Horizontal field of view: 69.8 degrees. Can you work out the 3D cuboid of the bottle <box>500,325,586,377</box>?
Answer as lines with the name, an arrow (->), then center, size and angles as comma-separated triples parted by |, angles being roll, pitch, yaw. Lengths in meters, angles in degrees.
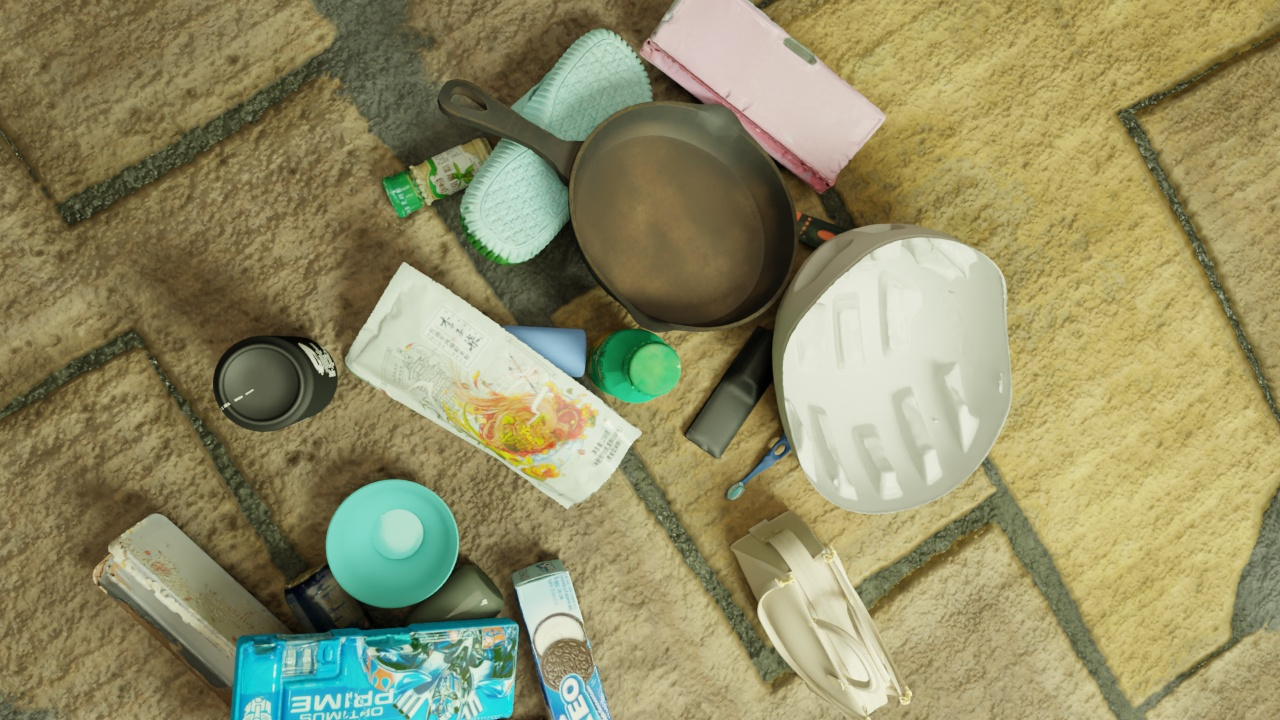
bottle -> -0.120, -0.010, 0.899 | 0.131, 0.048, 0.048 | 3, 91, -9

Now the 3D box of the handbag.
handbag -> 0.181, 0.252, 0.876 | 0.101, 0.198, 0.194 | -29, 96, -7

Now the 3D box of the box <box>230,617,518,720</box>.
box -> -0.235, 0.317, 0.818 | 0.243, 0.063, 0.174 | 5, 110, -30

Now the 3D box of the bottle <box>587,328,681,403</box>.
bottle -> -0.005, 0.005, 0.835 | 0.068, 0.210, 0.068 | 0, 91, -9

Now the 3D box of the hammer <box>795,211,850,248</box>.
hammer -> 0.173, -0.136, 0.952 | 0.333, 0.033, 0.133 | 21, 87, -10

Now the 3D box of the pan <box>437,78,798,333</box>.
pan -> -0.020, -0.156, 0.845 | 0.356, 0.043, 0.248 | 25, 67, -13

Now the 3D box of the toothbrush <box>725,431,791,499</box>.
toothbrush -> 0.138, 0.099, 0.957 | 0.132, 0.016, 0.021 | -44, 99, -5

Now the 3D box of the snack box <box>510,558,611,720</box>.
snack box -> -0.072, 0.315, 0.911 | 0.059, 0.059, 0.226 | -15, 94, -12

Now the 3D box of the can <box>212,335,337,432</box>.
can -> -0.321, 0.018, 0.819 | 0.080, 0.146, 0.080 | 0, 91, -9

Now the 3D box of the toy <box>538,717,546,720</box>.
toy -> -0.125, 0.408, 0.907 | 0.065, 0.050, 0.102 | 12, 100, -32

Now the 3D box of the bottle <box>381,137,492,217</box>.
bottle -> -0.193, -0.178, 0.888 | 0.110, 0.043, 0.042 | -26, 95, -8

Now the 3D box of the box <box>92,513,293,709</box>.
box -> -0.406, 0.246, 0.851 | 0.108, 0.094, 0.216 | -41, 98, 20

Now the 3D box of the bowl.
bowl -> -0.237, 0.173, 0.886 | 0.121, 0.046, 0.121 | 0, 91, -9

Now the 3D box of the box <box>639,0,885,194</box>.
box -> 0.125, -0.277, 0.890 | 0.232, 0.099, 0.099 | 37, 59, -7

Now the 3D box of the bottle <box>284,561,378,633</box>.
bottle -> -0.278, 0.270, 0.877 | 0.056, 0.056, 0.161 | -31, 95, -7

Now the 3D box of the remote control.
remote control -> 0.102, 0.033, 0.948 | 0.045, 0.021, 0.140 | 35, 87, -7

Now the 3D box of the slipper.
slipper -> -0.082, -0.202, 0.888 | 0.116, 0.070, 0.275 | 41, 67, -18

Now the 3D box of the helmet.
helmet -> 0.239, 0.010, 0.885 | 0.224, 0.183, 0.282 | -14, 98, 0

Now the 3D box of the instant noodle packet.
instant noodle packet -> -0.143, 0.036, 0.871 | 0.269, 0.057, 0.147 | 34, 121, -11

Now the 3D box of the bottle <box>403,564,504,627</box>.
bottle -> -0.188, 0.252, 0.889 | 0.108, 0.060, 0.060 | -41, 97, -6
